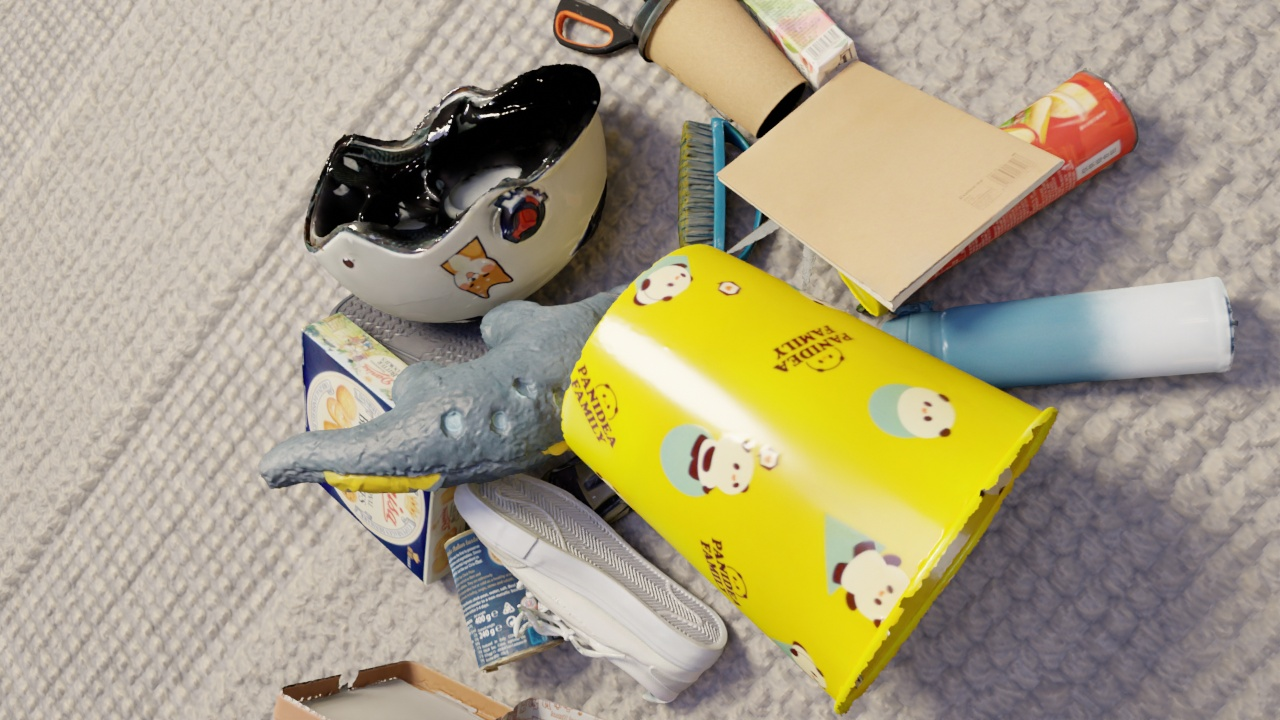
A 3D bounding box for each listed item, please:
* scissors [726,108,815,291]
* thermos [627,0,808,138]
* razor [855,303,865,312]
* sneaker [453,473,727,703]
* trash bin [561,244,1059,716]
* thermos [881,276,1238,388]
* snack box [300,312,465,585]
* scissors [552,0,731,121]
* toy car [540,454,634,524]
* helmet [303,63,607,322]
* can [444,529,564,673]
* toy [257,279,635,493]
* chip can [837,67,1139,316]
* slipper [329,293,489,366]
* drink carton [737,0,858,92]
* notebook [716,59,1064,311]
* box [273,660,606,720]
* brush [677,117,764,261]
[{"bbox_3d":[0.142,-0.138,0.736,0.181,0.014,0.159,-23,63,3],"label":"scissors"},{"bbox_3d":[0.067,-0.255,0.765,0.093,0.093,0.143,-45,83,10],"label":"thermos"},{"bbox_3d":[0.153,-0.099,0.740,0.043,0.028,0.132,-42,65,15],"label":"razor"},{"bbox_3d":[-0.053,0.181,0.728,0.242,0.089,0.091,36,111,3],"label":"sneaker"},{"bbox_3d":[0.099,0.061,0.620,0.255,0.229,0.230,35,95,25],"label":"trash bin"},{"bbox_3d":[0.284,-0.015,0.645,0.221,0.070,0.070,-5,78,23],"label":"thermos"},{"bbox_3d":[-0.226,0.078,0.808,0.182,0.045,0.178,34,132,25],"label":"snack box"},{"bbox_3d":[0.010,-0.298,0.843,0.205,0.021,0.224,-17,79,19],"label":"scissors"},{"bbox_3d":[-0.029,0.102,0.774,0.158,0.042,0.070,-36,68,17],"label":"toy car"},{"bbox_3d":[-0.141,-0.126,0.793,0.274,0.157,0.230,-25,39,-4],"label":"helmet"},{"bbox_3d":[-0.114,0.197,0.773,0.075,0.075,0.111,-26,72,17],"label":"can"},{"bbox_3d":[-0.100,0.023,0.695,0.355,0.091,0.138,-30,42,-27],"label":"toy"},{"bbox_3d":[0.243,-0.119,0.663,0.217,0.073,0.073,-33,69,7],"label":"chip can"},{"bbox_3d":[-0.168,0.006,0.831,0.268,0.083,0.110,22,46,29],"label":"slipper"},{"bbox_3d":[0.130,-0.280,0.767,0.045,0.053,0.122,-39,68,8],"label":"drink carton"},{"bbox_3d":[0.169,-0.138,0.666,0.149,0.012,0.211,-40,46,-1],"label":"notebook"},{"bbox_3d":[-0.131,0.303,0.706,0.261,0.177,0.082,11,84,23],"label":"box"},{"bbox_3d":[0.068,-0.135,0.769,0.073,0.055,0.143,0,79,1],"label":"brush"}]
